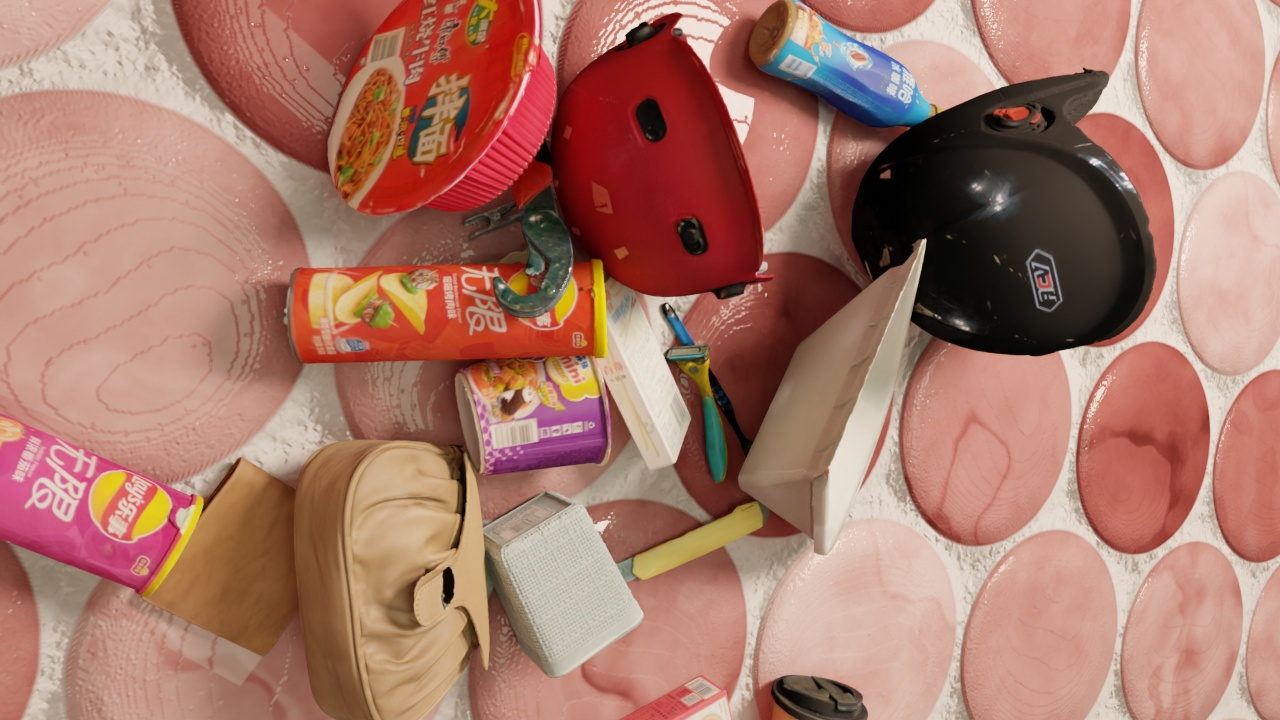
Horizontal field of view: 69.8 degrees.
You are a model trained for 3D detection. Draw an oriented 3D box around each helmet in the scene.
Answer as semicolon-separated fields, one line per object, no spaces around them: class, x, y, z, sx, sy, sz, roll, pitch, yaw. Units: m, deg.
helmet;0.006;-0.135;0.683;0.144;0.239;0.207;-20;104;7
helmet;0.323;-0.117;0.824;0.230;0.274;0.233;-19;115;3

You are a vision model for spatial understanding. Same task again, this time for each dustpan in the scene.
dustpan;0.196;0.060;0.801;0.142;0.258;0.222;31;68;-8

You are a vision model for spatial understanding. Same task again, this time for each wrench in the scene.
wrench;-0.087;-0.152;0.662;0.056;0.016;0.273;-6;64;-7

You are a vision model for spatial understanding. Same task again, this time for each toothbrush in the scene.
toothbrush;0.070;0.025;0.838;0.014;0.016;0.189;-41;110;-26

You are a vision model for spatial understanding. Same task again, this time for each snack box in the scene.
snack box;0.027;0.366;0.827;0.126;0.044;0.113;-19;103;-27
snack box;-0.005;0.004;0.762;0.027;0.084;0.157;-19;107;20

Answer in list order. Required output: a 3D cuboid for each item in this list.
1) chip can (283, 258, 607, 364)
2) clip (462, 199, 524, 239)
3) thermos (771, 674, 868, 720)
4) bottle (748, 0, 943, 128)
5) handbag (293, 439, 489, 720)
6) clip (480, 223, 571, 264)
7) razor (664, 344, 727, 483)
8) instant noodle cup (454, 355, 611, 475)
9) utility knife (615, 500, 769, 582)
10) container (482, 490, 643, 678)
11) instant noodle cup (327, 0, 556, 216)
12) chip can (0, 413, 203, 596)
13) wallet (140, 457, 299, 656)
chip can;-0.132;-0.035;0.649;0.216;0.073;0.073;-1;95;-4
clip;-0.112;-0.113;0.725;0.058;0.026;0.038;-27;95;-16
thermos;0.160;0.372;0.877;0.093;0.093;0.143;9;97;-29
bottle;0.203;-0.263;0.857;0.218;0.065;0.065;17;86;-28
handbag;-0.168;0.155;0.661;0.147;0.100;0.204;-16;104;-58
clip;-0.106;-0.072;0.734;0.035;0.092;0.103;55;35;-19
razor;0.059;0.049;0.826;0.028;0.043;0.132;-39;119;-54
instant noodle cup;-0.087;0.038;0.710;0.099;0.112;0.111;-12;100;-17
utility knife;0.039;0.169;0.832;0.196;0.020;0.031;-20;99;-27
container;-0.070;0.173;0.735;0.090;0.090;0.111;-29;103;-22
instant noodle cup;-0.128;-0.175;0.634;0.065;0.194;0.193;29;79;-51
chip can;-0.389;0.074;0.565;0.210;0.071;0.071;32;79;-26
wallet;-0.279;0.142;0.660;0.101;0.020;0.115;40;79;-26
